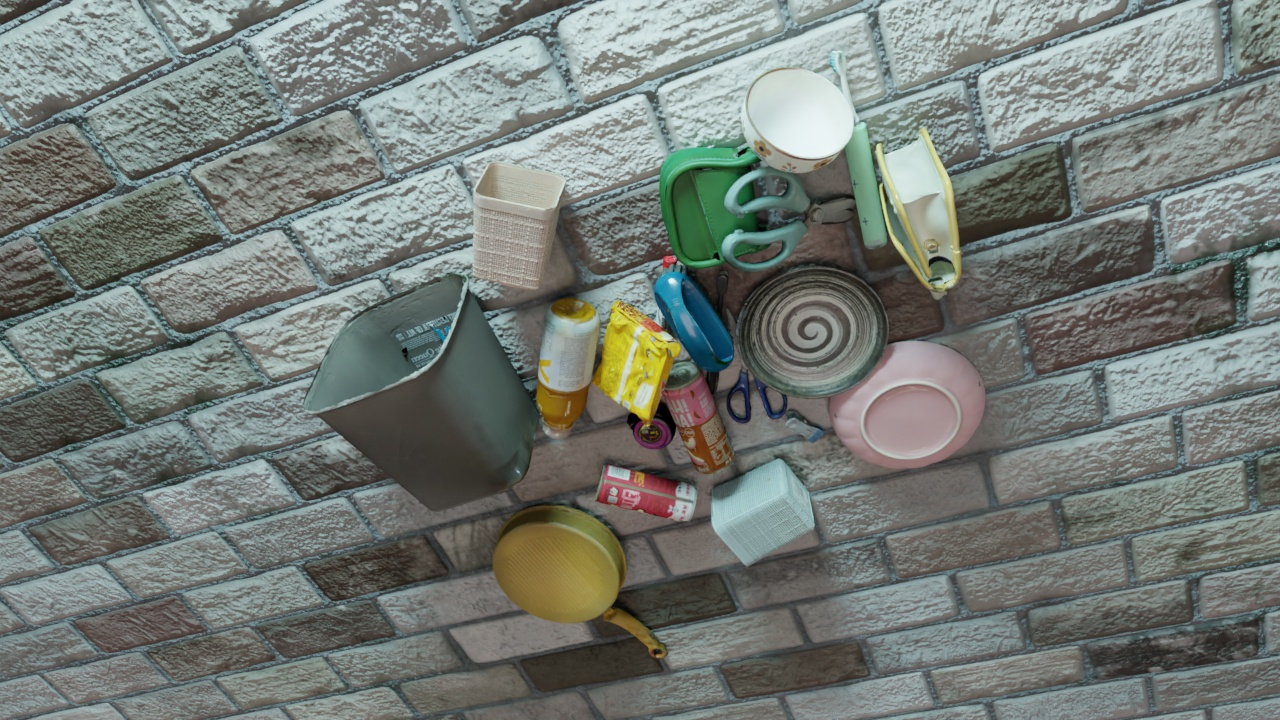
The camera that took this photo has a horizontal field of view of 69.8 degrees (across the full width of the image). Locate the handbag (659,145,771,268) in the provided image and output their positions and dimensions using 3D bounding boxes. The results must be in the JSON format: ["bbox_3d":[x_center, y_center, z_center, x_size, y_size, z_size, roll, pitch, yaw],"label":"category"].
[{"bbox_3d":[0.083,-0.170,1.008,0.120,0.067,0.131,-9,121,2],"label":"handbag"}]

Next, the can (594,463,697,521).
[{"bbox_3d":[0.008,0.181,1.250,0.133,0.053,0.053,13,124,-3],"label":"can"}]

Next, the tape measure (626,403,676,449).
[{"bbox_3d":[0.018,0.084,1.195,0.057,0.039,0.058,-26,112,21],"label":"tape measure"}]

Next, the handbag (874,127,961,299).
[{"bbox_3d":[0.290,-0.132,0.949,0.063,0.163,0.179,-13,122,16],"label":"handbag"}]

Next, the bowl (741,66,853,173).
[{"bbox_3d":[0.153,-0.236,0.939,0.113,0.113,0.062,16,156,-5],"label":"bowl"}]

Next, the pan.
[{"bbox_3d":[-0.071,0.352,1.377,0.198,0.078,0.357,-28,110,25],"label":"pan"}]

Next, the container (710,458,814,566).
[{"bbox_3d":[0.165,0.200,1.227,0.112,0.089,0.090,-31,116,20],"label":"container"}]

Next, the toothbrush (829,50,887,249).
[{"bbox_3d":[0.232,-0.220,0.978,0.026,0.027,0.225,-30,122,-16],"label":"toothbrush"}]

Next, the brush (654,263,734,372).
[{"bbox_3d":[0.063,-0.041,1.069,0.055,0.073,0.144,-24,119,19],"label":"brush"}]

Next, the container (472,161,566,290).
[{"bbox_3d":[-0.139,-0.148,1.029,0.090,0.089,0.111,11,126,-2],"label":"container"}]

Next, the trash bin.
[{"bbox_3d":[-0.247,0.047,1.118,0.199,0.198,0.220,-19,127,19],"label":"trash bin"}]

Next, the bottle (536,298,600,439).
[{"bbox_3d":[-0.094,0.015,1.142,0.068,0.067,0.190,10,124,-1],"label":"bottle"}]

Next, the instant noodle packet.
[{"bbox_3d":[-0.007,0.007,1.120,0.111,0.044,0.129,39,128,30],"label":"instant noodle packet"}]

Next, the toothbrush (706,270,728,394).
[{"bbox_3d":[0.094,-0.030,1.126,0.016,0.018,0.181,6,126,5],"label":"toothbrush"}]

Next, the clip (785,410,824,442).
[{"bbox_3d":[0.211,0.086,1.187,0.057,0.032,0.025,34,122,-20],"label":"clip"}]

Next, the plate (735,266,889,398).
[{"bbox_3d":[0.205,-0.035,1.101,0.179,0.024,0.180,3,120,5],"label":"plate"}]

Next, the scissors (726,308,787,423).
[{"bbox_3d":[0.146,0.008,1.147,0.132,0.012,0.173,16,122,-3],"label":"scissors"}]

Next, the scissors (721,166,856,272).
[{"bbox_3d":[0.163,-0.144,1.001,0.179,0.019,0.143,-1,116,-27],"label":"scissors"}]

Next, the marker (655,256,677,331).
[{"bbox_3d":[0.028,-0.059,1.112,0.017,0.017,0.145,7,124,1],"label":"marker"}]

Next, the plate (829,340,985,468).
[{"bbox_3d":[0.335,0.066,1.148,0.192,0.039,0.193,3,123,4],"label":"plate"}]

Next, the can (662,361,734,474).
[{"bbox_3d":[0.073,0.075,1.171,0.058,0.057,0.147,-15,120,15],"label":"can"}]
